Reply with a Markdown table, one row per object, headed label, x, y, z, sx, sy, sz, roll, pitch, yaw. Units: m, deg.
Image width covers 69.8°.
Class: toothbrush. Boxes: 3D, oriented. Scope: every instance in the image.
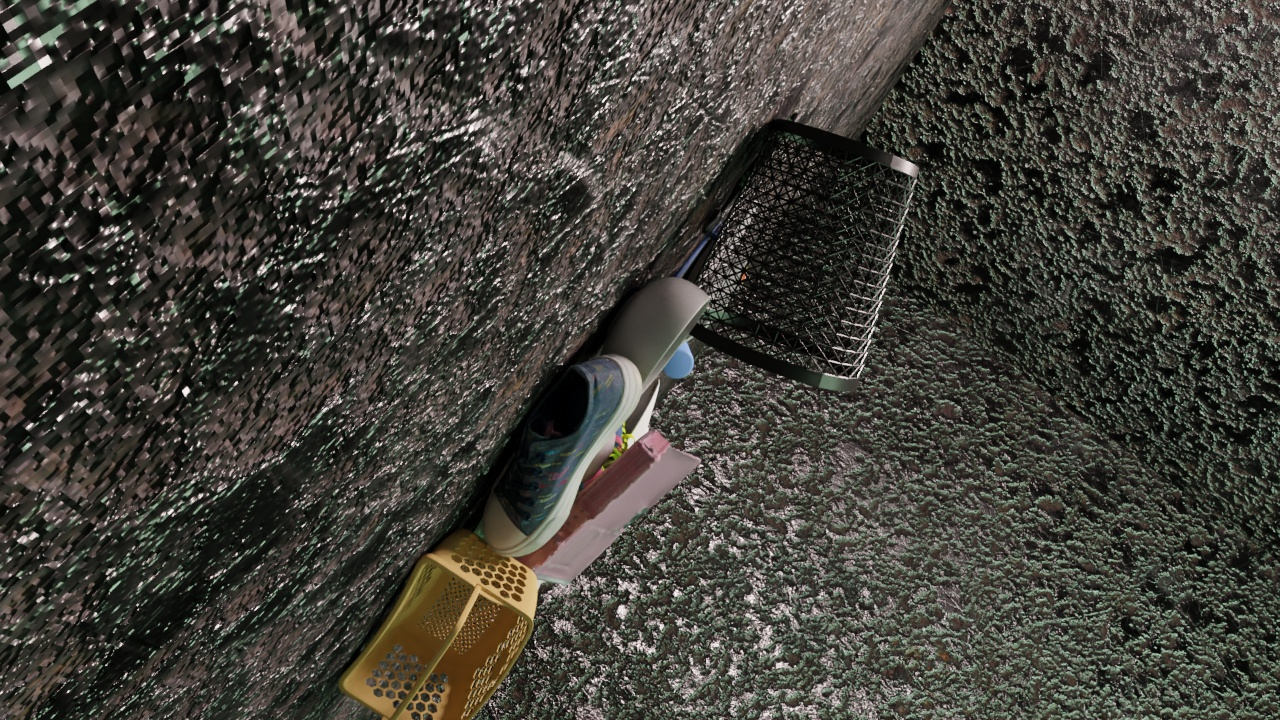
| label | x | y | z | sx | sy | sz | roll | pitch | yaw |
| --- | --- | --- | --- | --- | --- | --- | --- | --- | --- |
| toothbrush | 0.127 | -0.217 | 1.047 | 0.187 | 0.014 | 0.017 | -52 | 168 | -12 |
| toothbrush | 0.047 | -0.098 | 1.107 | 0.189 | 0.017 | 0.016 | -52 | 175 | -18 |

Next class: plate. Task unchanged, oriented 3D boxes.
| label | x | y | z | sx | sy | sz | roll | pitch | yaw |
| --- | --- | --- | --- | --- | --- | --- | --- | --- | --- |
| plate | -0.025 | 0.131 | 1.384 | 0.229 | 0.030 | 0.229 | -56 | -176 | 6 |
| plate | 0.106 | -0.152 | 1.287 | 0.172 | 0.019 | 0.173 | -53 | 175 | -6 |

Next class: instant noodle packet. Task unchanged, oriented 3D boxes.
| label | x | y | z | sx | sy | sz | roll | pitch | yaw |
| --- | --- | --- | --- | --- | --- | --- | --- | --- | --- |
| instant noodle packet | 0.110 | -0.090 | 1.365 | 0.147 | 0.057 | 0.268 | -43 | -173 | 22 |

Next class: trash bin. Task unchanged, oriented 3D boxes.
| label | x | y | z | sx | sy | sz | roll | pitch | yaw |
| --- | --- | --- | --- | --- | --- | --- | --- | --- | --- |
| trash bin | 0.182 | -0.121 | 1.015 | 0.216 | 0.217 | 0.243 | -36 | 147 | -75 |

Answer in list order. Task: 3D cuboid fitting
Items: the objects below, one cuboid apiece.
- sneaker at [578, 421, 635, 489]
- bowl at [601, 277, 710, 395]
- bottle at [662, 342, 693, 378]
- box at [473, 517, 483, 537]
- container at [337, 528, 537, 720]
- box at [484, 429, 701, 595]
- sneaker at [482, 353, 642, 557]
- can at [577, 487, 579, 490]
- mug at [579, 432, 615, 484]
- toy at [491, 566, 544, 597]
| label | x | y | z | sx | sy | sz | roll | pitch | yaw |
| --- | --- | --- | --- | --- | --- | --- | --- | --- | --- |
| sneaker | -0.049 | 0.107 | 1.233 | 0.116 | 0.091 | 0.241 | -58 | 174 | 25 |
| bowl | 0.007 | -0.030 | 0.926 | 0.131 | 0.064 | 0.132 | -53 | 175 | -6 |
| bottle | 0.047 | -0.020 | 1.384 | 0.048 | 0.048 | 0.131 | -54 | -162 | 15 |
| box | -0.151 | 0.162 | 1.045 | 0.189 | 0.079 | 0.077 | -57 | -145 | 37 |
| container | -0.191 | 0.276 | 0.874 | 0.184 | 0.129 | 0.166 | -54 | -176 | 18 |
| box | -0.051 | 0.167 | 1.007 | 0.233 | 0.055 | 0.180 | -43 | 161 | 10 |
| sneaker | -0.093 | 0.088 | 0.866 | 0.079 | 0.087 | 0.236 | 11 | 119 | -54 |
| can | -0.115 | 0.182 | 1.367 | 0.059 | 0.054 | 0.099 | -55 | 175 | 32 |
| mug | -0.059 | 0.072 | 0.958 | 0.124 | 0.076 | 0.090 | -53 | 175 | -1 |
| toy | -0.166 | 0.278 | 1.388 | 0.209 | 0.085 | 0.138 | -42 | 154 | -78 |
